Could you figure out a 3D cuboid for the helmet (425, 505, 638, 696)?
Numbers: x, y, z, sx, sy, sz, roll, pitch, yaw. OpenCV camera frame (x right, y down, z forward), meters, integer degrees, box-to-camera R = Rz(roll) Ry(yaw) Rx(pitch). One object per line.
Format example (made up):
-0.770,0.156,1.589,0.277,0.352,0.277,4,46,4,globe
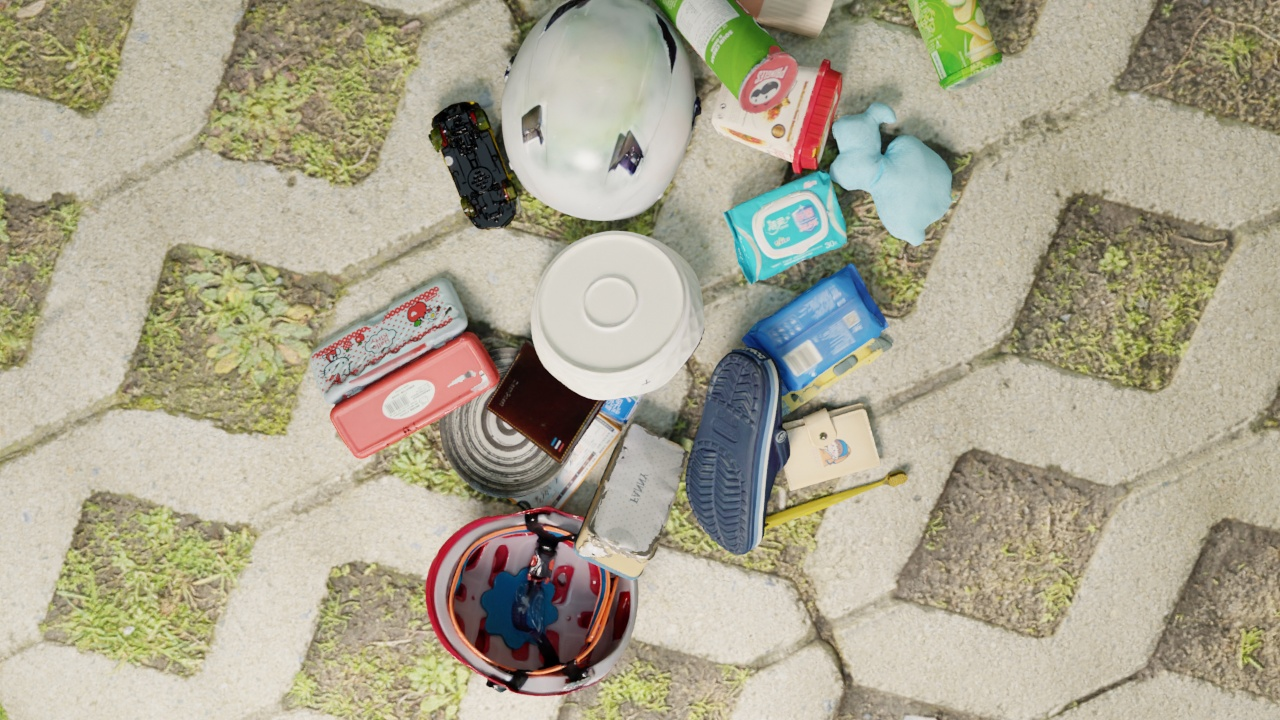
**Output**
-0.131,0.282,1.065,0.240,0.144,0.206,12,64,-10,helmet

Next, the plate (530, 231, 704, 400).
-0.031,-0.059,1.046,0.205,0.045,0.204,-3,72,10,plate

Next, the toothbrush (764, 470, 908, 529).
0.235,0.172,1.122,0.190,0.016,0.015,-20,95,3,toothbrush

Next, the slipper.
0.123,0.102,1.083,0.095,0.105,0.253,-13,115,-38,slipper

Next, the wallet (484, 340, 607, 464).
-0.111,0.049,1.070,0.122,0.020,0.096,35,92,17,wallet

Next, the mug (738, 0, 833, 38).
0.163,-0.428,1.030,0.106,0.082,0.114,16,67,-3,mug

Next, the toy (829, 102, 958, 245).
0.295,-0.215,1.061,0.156,0.050,0.161,3,93,-1,toy

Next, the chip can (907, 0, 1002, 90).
0.333,-0.413,1.026,0.072,0.072,0.221,-24,96,3,chip can

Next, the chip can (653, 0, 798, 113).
0.075,-0.367,0.982,0.072,0.072,0.236,-35,63,4,chip can

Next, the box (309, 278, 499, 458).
-0.284,0.009,1.089,0.201,0.059,0.161,-29,84,3,box

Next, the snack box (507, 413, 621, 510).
-0.097,0.121,1.118,0.075,0.026,0.154,38,95,-3,snack box

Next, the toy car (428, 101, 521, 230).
-0.192,-0.226,1.072,0.071,0.041,0.156,-22,94,3,toy car

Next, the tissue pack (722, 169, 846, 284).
0.169,-0.155,1.069,0.133,0.050,0.093,-23,96,4,tissue pack

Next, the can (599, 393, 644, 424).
-0.006,0.006,1.089,0.053,0.053,0.134,30,96,-2,can

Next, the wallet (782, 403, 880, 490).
0.225,0.102,1.112,0.115,0.024,0.087,-16,95,4,wallet

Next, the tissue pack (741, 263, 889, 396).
0.206,-0.036,1.082,0.157,0.052,0.095,-35,97,5,tissue pack

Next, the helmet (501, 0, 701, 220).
-0.047,-0.288,1.010,0.229,0.146,0.259,17,96,-1,helmet

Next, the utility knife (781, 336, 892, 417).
0.228,0.019,1.109,0.167,0.018,0.031,-35,89,9,utility knife

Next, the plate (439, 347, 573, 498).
-0.156,0.075,1.100,0.179,0.024,0.179,-2,83,13,plate

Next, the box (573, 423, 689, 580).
-0.007,0.155,1.057,0.090,0.183,0.062,27,137,-1,box

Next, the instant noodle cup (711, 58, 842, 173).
0.152,-0.282,1.031,0.124,0.116,0.117,17,97,11,instant noodle cup
